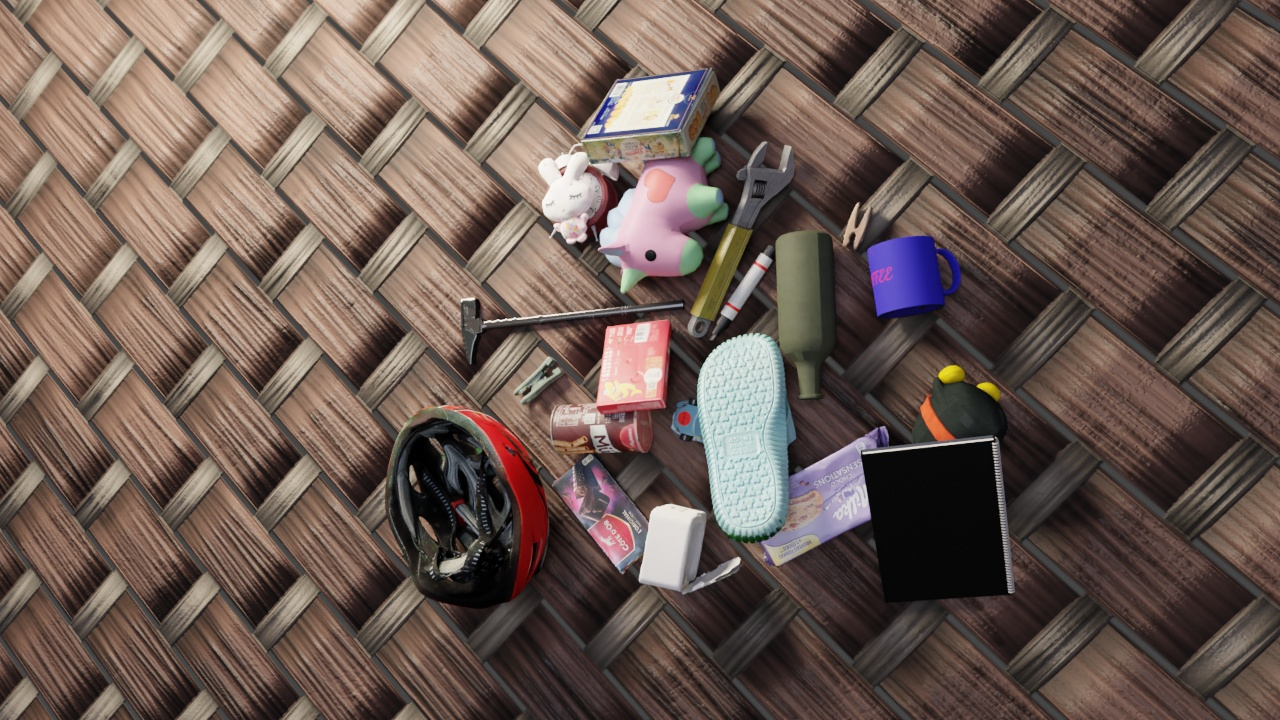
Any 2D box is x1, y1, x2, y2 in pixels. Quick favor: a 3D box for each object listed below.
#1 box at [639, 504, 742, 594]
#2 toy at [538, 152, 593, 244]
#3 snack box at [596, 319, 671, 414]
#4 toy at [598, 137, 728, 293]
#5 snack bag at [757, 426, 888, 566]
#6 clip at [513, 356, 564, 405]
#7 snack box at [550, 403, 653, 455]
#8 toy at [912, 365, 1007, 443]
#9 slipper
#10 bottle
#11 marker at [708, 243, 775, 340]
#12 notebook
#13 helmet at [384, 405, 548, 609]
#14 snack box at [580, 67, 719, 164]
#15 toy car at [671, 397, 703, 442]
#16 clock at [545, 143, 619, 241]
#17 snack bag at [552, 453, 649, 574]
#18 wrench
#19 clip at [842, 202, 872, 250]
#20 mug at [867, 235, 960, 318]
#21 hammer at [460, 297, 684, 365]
[{"bbox_3d":[0.077,0.242,1.143,0.130,0.110,0.103,9,88,18],"label":"box"},{"bbox_3d":[-0.097,-0.215,1.219,0.076,0.037,0.125,-10,79,20],"label":"toy"},{"bbox_3d":[-0.007,0.007,1.198,0.089,0.021,0.132,-6,51,16],"label":"snack box"},{"bbox_3d":[0.025,-0.205,1.201,0.171,0.120,0.222,-10,75,13],"label":"toy"},{"bbox_3d":[0.228,0.169,1.130,0.205,0.058,0.096,-28,81,10],"label":"snack bag"},{"bbox_3d":[-0.142,0.030,1.271,0.076,0.023,0.047,-41,74,8],"label":"clip"},{"bbox_3d":[-0.051,0.089,1.212,0.121,0.072,0.072,-5,84,17],"label":"snack box"},{"bbox_3d":[0.368,0.082,1.079,0.097,0.099,0.119,23,123,-24],"label":"toy"},{"bbox_3d":[0.133,0.095,1.134,0.116,0.069,0.275,-7,62,11],"label":"slipper"},{"bbox_3d":[0.208,-0.055,1.148,0.071,0.071,0.206,-3,84,16],"label":"bottle"},{"bbox_3d":[0.132,-0.087,1.200,0.019,0.019,0.145,35,96,16],"label":"marker"},{"bbox_3d":[0.346,0.188,1.066,0.149,0.016,0.207,-8,111,16],"label":"notebook"},{"bbox_3d":[-0.222,0.186,1.203,0.218,0.166,0.272,-22,85,27],"label":"helmet"},{"bbox_3d":[0.014,-0.318,1.194,0.145,0.043,0.144,2,49,26],"label":"snack box"},{"bbox_3d":[0.090,0.084,1.193,0.108,0.027,0.060,14,89,17],"label":"toy car"},{"bbox_3d":[-0.080,-0.231,1.261,0.096,0.048,0.137,5,88,17],"label":"clock"},{"bbox_3d":[-0.046,0.201,1.230,0.075,0.018,0.155,-43,77,8],"label":"snack bag"},{"bbox_3d":[0.125,-0.155,1.192,0.018,0.083,0.273,34,105,51],"label":"wrench"},{"bbox_3d":[0.274,-0.171,1.165,0.047,0.025,0.062,-10,90,20],"label":"clip"},{"bbox_3d":[0.337,-0.102,1.116,0.111,0.079,0.083,-6,83,-12],"label":"mug"},{"bbox_3d":[-0.098,-0.054,1.269,0.325,0.015,0.095,-5,84,16],"label":"hammer"}]
